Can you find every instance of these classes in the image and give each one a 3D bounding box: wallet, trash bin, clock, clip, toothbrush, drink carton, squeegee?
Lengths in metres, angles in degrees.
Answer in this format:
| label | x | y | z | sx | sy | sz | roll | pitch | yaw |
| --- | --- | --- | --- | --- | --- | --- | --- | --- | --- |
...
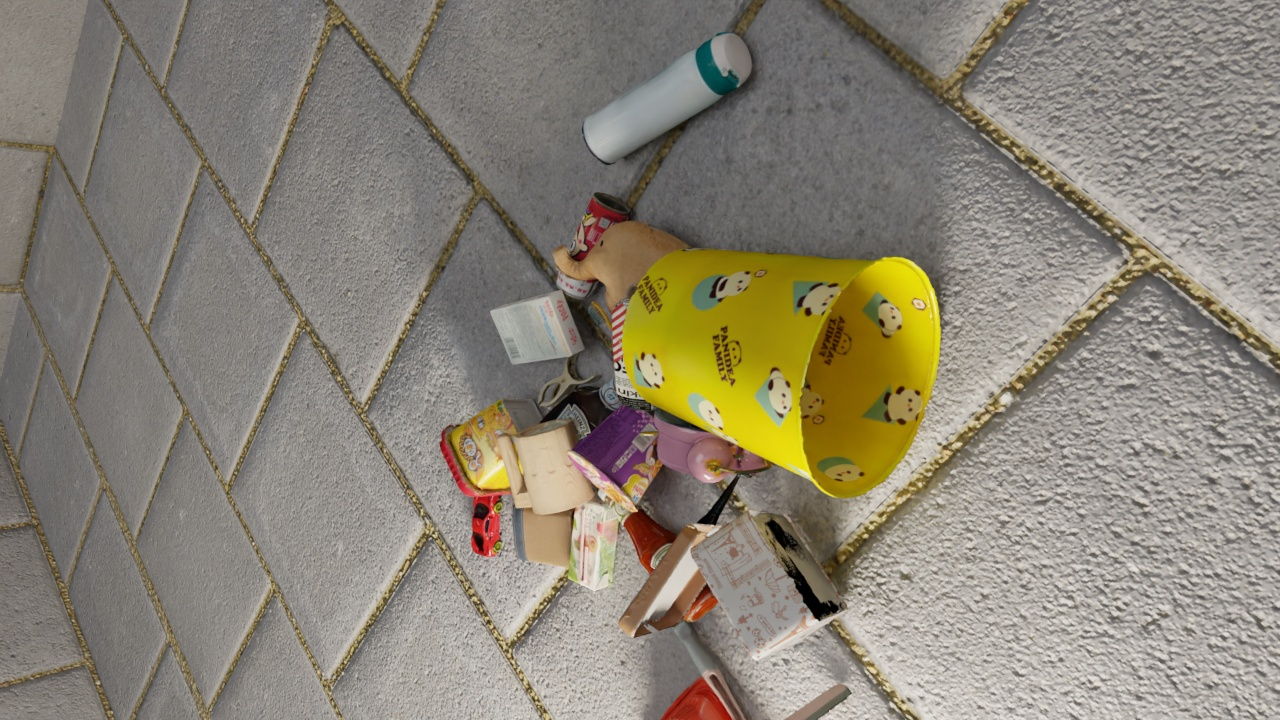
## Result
| label | x | y | z | sx | sy | sz | roll | pitch | yaw |
| --- | --- | --- | --- | --- | --- | --- | --- | --- | --- |
| wallet | -0.131 | 0.246 | 1.297 | 0.115 | 0.033 | 0.090 | 0 | 96 | 39 |
| trash bin | 0.132 | -0.009 | 0.936 | 0.256 | 0.229 | 0.230 | 18 | 105 | 44 |
| clock | 0.083 | 0.094 | 1.041 | 0.159 | 0.117 | 0.060 | 24 | 113 | 51 |
| clip | -0.099 | 0.033 | 1.253 | 0.097 | 0.034 | 0.061 | -44 | 65 | 25 |
| toothbrush | -0.007 | 0.007 | 1.141 | 0.191 | 0.018 | 0.016 | 54 | 152 | -1 |
| toothbrush | 0.073 | 0.204 | 1.080 | 0.027 | 0.026 | 0.212 | 35 | 92 | 24 |
| drink carton | -0.063 | 0.242 | 1.228 | 0.054 | 0.045 | 0.122 | 16 | 104 | 38 |
| squeegee | 0.086 | 0.377 | 1.098 | 0.247 | 0.040 | 0.249 | -37 | 47 | 0 |

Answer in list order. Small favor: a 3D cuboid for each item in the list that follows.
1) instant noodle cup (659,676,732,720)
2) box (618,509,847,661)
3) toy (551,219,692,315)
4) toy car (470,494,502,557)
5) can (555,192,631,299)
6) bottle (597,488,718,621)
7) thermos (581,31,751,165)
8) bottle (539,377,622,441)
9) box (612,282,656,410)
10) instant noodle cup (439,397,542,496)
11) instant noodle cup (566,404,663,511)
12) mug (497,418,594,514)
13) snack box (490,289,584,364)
| label | x | y | z | sx | sy | sz | roll | pitch | yaw |
| --- | --- | --- | --- | --- | --- | --- | --- | --- | --- |
| instant noodle cup | 0.067 | 0.502 | 1.119 | 0.164 | 0.079 | 0.189 | 49 | 125 | 28 |
| box | 0.086 | 0.255 | 0.978 | 0.192 | 0.183 | 0.156 | -39 | 67 | 12 |
| toy | -0.007 | -0.105 | 1.115 | 0.226 | 0.082 | 0.144 | 35 | 118 | 25 |
| toy car | -0.235 | 0.243 | 1.385 | 0.049 | 0.031 | 0.106 | 8 | 97 | 39 |
| can | -0.063 | -0.147 | 1.189 | 0.053 | 0.053 | 0.133 | 42 | 119 | 30 |
| bottle | 0.018 | 0.230 | 1.149 | 0.206 | 0.059 | 0.060 | 49 | 122 | 26 |
| thermos | 0.030 | -0.312 | 1.090 | 0.225 | 0.073 | 0.073 | -22 | 80 | 39 |
| bottle | -0.061 | 0.068 | 1.213 | 0.195 | 0.043 | 0.080 | -40 | 73 | 34 |
| box | 0.010 | -0.018 | 1.071 | 0.075 | 0.080 | 0.164 | 5 | 128 | 12 |
| instant noodle cup | -0.200 | 0.118 | 1.299 | 0.124 | 0.116 | 0.116 | -39 | 68 | 23 |
| instant noodle cup | -0.019 | 0.114 | 1.130 | 0.112 | 0.111 | 0.099 | 29 | 70 | 35 |
| mug | -0.129 | 0.139 | 1.201 | 0.125 | 0.084 | 0.103 | -9 | 99 | 35 |
| snack box | -0.143 | -0.043 | 1.251 | 0.157 | 0.026 | 0.085 | -8 | 107 | 51 |
